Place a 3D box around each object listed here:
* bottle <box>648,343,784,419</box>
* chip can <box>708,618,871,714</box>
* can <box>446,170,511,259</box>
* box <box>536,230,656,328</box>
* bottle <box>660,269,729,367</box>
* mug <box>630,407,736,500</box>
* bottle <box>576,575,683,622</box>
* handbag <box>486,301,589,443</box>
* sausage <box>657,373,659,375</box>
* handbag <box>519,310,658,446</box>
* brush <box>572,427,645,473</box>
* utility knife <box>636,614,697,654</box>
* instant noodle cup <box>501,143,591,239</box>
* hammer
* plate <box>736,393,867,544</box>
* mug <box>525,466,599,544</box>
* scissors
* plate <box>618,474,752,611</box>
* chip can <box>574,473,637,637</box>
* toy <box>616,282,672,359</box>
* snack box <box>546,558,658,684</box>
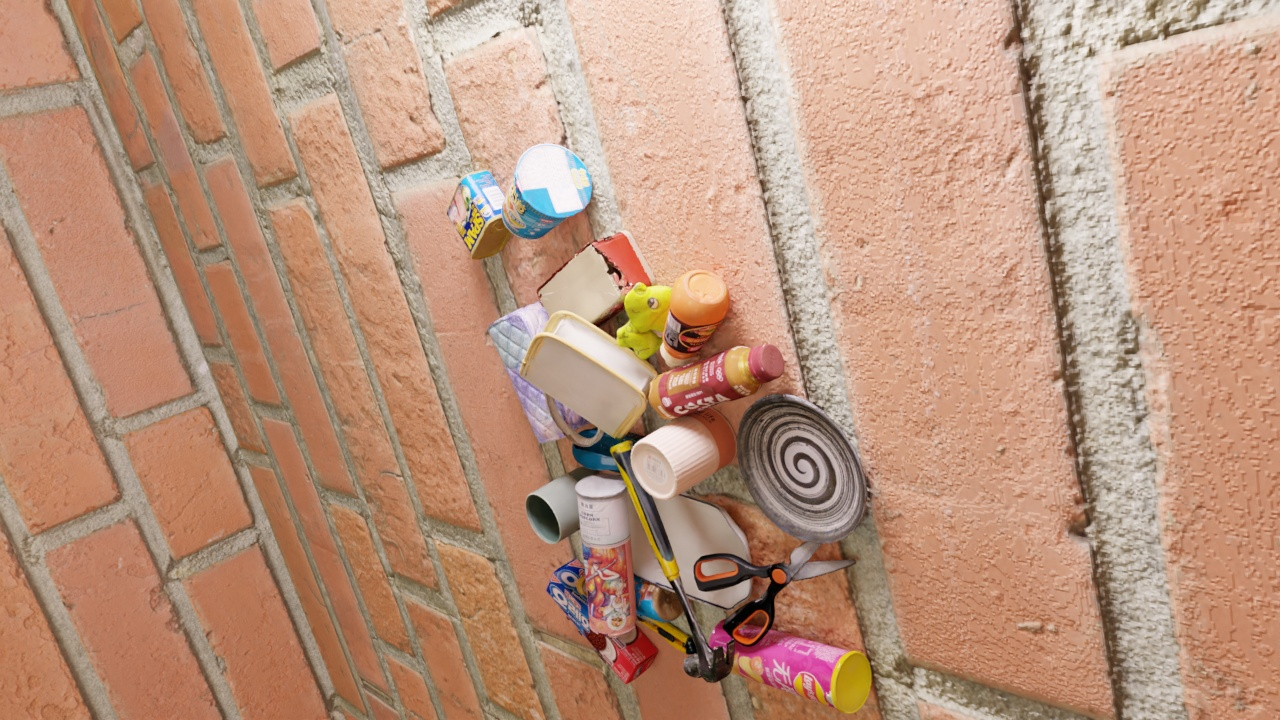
[{"bbox_3d":[0.086,0.023,1.053,0.175,0.057,0.057,-22,94,45],"label":"bottle"},{"bbox_3d":[0.181,0.376,1.145,0.211,0.071,0.071,-2,109,51],"label":"chip can"},{"bbox_3d":[-0.225,-0.206,1.296,0.083,0.057,0.102,57,142,13],"label":"can"},{"bbox_3d":[-0.064,-0.086,1.160,0.169,0.076,0.091,-32,85,53],"label":"box"},{"bbox_3d":[0.055,-0.039,1.064,0.067,0.066,0.150,48,147,19],"label":"bottle"},{"bbox_3d":[0.043,0.115,1.126,0.115,0.105,0.081,-18,97,52],"label":"mug"},{"bbox_3d":[-0.024,0.346,1.370,0.219,0.065,0.065,-9,103,51],"label":"bottle"},{"bbox_3d":[-0.139,0.018,1.310,0.134,0.075,0.194,-19,95,55],"label":"handbag"},{"bbox_3d":[-0.007,0.007,1.194,0.156,0.020,0.020,36,134,31],"label":"sausage"},{"bbox_3d":[-0.075,0.036,1.184,0.163,0.063,0.179,33,136,0],"label":"handbag"},{"bbox_3d":[-0.045,0.127,1.264,0.144,0.073,0.055,8,109,47],"label":"brush"},{"bbox_3d":[0.022,0.402,1.389,0.168,0.015,0.033,21,123,42],"label":"utility knife"},{"bbox_3d":[-0.128,-0.205,1.160,0.099,0.099,0.110,63,151,2],"label":"instant noodle cup"},{"bbox_3d":[0.037,0.255,1.169,0.323,0.031,0.126,68,155,5],"label":"hammer"},{"bbox_3d":[0.182,0.119,1.030,0.179,0.024,0.180,25,126,39],"label":"plate"},{"bbox_3d":[-0.109,0.217,1.363,0.082,0.106,0.112,53,141,12],"label":"mug"},{"bbox_3d":[0.163,0.272,1.105,0.227,0.021,0.198,1,105,35],"label":"scissors"},{"bbox_3d":[0.049,0.237,1.236,0.266,0.034,0.162,9,116,42],"label":"plate"},{"bbox_3d":[-0.045,0.267,1.256,0.071,0.071,0.215,14,115,45],"label":"chip can"},{"bbox_3d":[0.012,-0.049,1.104,0.100,0.096,0.031,-45,35,22],"label":"toy"},{"bbox_3d":[-0.065,0.414,1.466,0.207,0.057,0.058,44,135,25],"label":"snack box"}]
